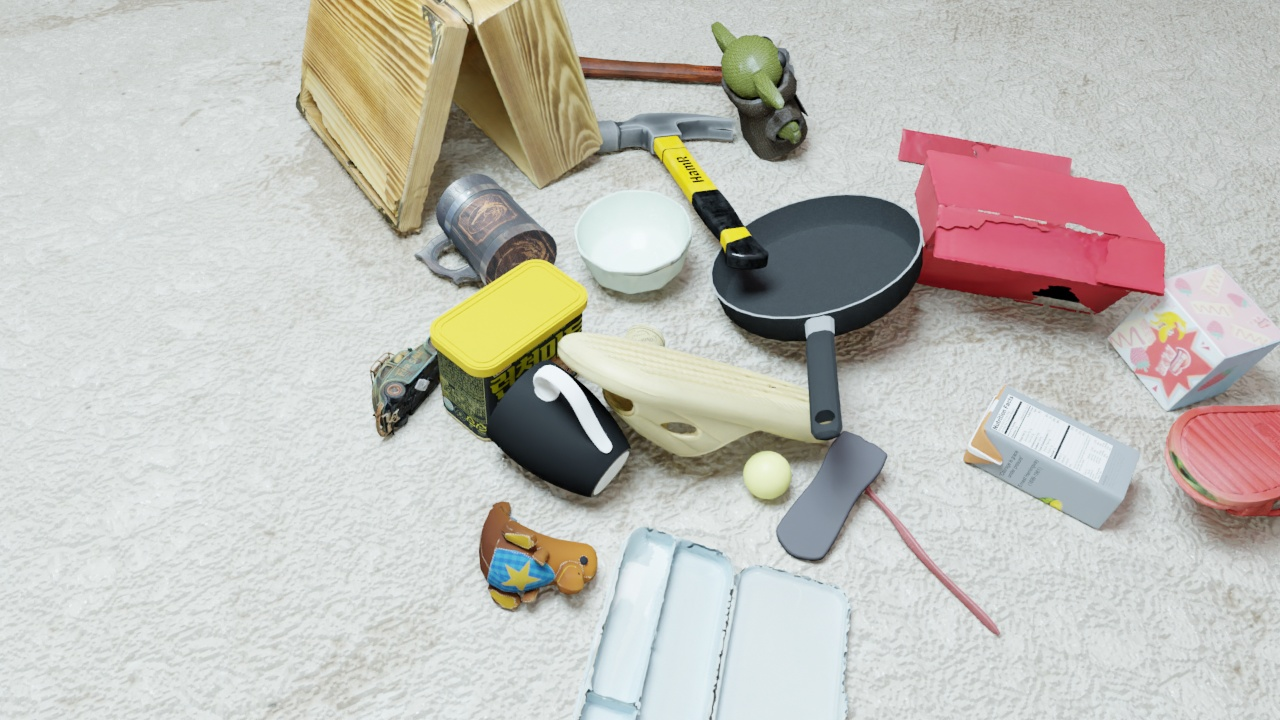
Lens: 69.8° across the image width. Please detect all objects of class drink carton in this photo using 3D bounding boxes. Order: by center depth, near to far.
[{"bbox_3d":[0.355,0.082,0.799,0.125,0.049,0.076,29,52,19],"label":"drink carton"}]

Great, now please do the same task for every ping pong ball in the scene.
[{"bbox_3d":[0.106,0.096,0.768,0.040,0.040,0.040,3,48,-3],"label":"ping pong ball"}]

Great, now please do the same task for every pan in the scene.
[{"bbox_3d":[0.163,-0.044,0.835,0.204,0.044,0.354,-10,38,16],"label":"pan"}]

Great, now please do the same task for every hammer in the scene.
[{"bbox_3d":[0.064,-0.191,0.990,0.169,0.034,0.324,-9,40,-14],"label":"hammer"},{"bbox_3d":[0.050,-0.373,1.187,0.300,0.028,0.110,2,47,-4],"label":"hammer"}]

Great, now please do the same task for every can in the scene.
[{"bbox_3d":[-0.111,-0.008,0.797,0.072,0.101,0.130,36,54,23],"label":"can"},{"bbox_3d":[-0.005,0.005,0.838,0.038,0.038,0.079,15,49,8],"label":"can"}]

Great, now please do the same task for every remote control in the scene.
[{"bbox_3d":[0.158,0.113,0.763,0.046,0.009,0.124,30,65,22],"label":"remote control"}]

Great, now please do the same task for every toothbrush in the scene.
[{"bbox_3d":[0.222,0.151,0.749,0.015,0.015,0.184,-27,57,-23],"label":"toothbrush"}]

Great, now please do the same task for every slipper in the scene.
[{"bbox_3d":[0.050,0.044,0.768,0.261,0.079,0.111,13,12,-24],"label":"slipper"},{"bbox_3d":[0.533,0.090,0.805,0.248,0.059,0.103,-7,47,-32],"label":"slipper"}]

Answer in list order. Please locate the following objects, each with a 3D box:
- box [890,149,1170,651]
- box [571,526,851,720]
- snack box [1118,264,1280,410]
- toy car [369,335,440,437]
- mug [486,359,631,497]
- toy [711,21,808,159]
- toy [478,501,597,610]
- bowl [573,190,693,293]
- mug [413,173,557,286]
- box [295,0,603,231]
[{"bbox_3d":[0.356,-0.005,0.833,0.214,0.138,0.466,10,56,2],"label":"box"},{"bbox_3d":[0.054,0.229,0.656,0.190,0.038,0.208,16,49,-2],"label":"box"},{"bbox_3d":[0.524,-0.021,0.873,0.079,0.093,0.094,-15,59,-18],"label":"snack box"},{"bbox_3d":[-0.207,0.014,0.803,0.047,0.047,0.111,27,51,11],"label":"toy car"},{"bbox_3d":[-0.059,0.053,0.739,0.100,0.119,0.084,38,59,13],"label":"mug"},{"bbox_3d":[0.144,-0.309,1.067,0.078,0.153,0.179,-30,52,4],"label":"toy"},{"bbox_3d":[-0.080,0.143,0.713,0.090,0.071,0.103,10,24,-14],"label":"toy"},{"bbox_3d":[-0.005,-0.110,0.921,0.117,0.061,0.117,-2,51,3],"label":"bowl"},{"bbox_3d":[-0.159,-0.114,0.912,0.115,0.080,0.107,-41,58,-3],"label":"mug"},{"bbox_3d":[-0.240,-0.326,0.974,0.263,0.270,0.279,-33,58,-12],"label":"box"}]
